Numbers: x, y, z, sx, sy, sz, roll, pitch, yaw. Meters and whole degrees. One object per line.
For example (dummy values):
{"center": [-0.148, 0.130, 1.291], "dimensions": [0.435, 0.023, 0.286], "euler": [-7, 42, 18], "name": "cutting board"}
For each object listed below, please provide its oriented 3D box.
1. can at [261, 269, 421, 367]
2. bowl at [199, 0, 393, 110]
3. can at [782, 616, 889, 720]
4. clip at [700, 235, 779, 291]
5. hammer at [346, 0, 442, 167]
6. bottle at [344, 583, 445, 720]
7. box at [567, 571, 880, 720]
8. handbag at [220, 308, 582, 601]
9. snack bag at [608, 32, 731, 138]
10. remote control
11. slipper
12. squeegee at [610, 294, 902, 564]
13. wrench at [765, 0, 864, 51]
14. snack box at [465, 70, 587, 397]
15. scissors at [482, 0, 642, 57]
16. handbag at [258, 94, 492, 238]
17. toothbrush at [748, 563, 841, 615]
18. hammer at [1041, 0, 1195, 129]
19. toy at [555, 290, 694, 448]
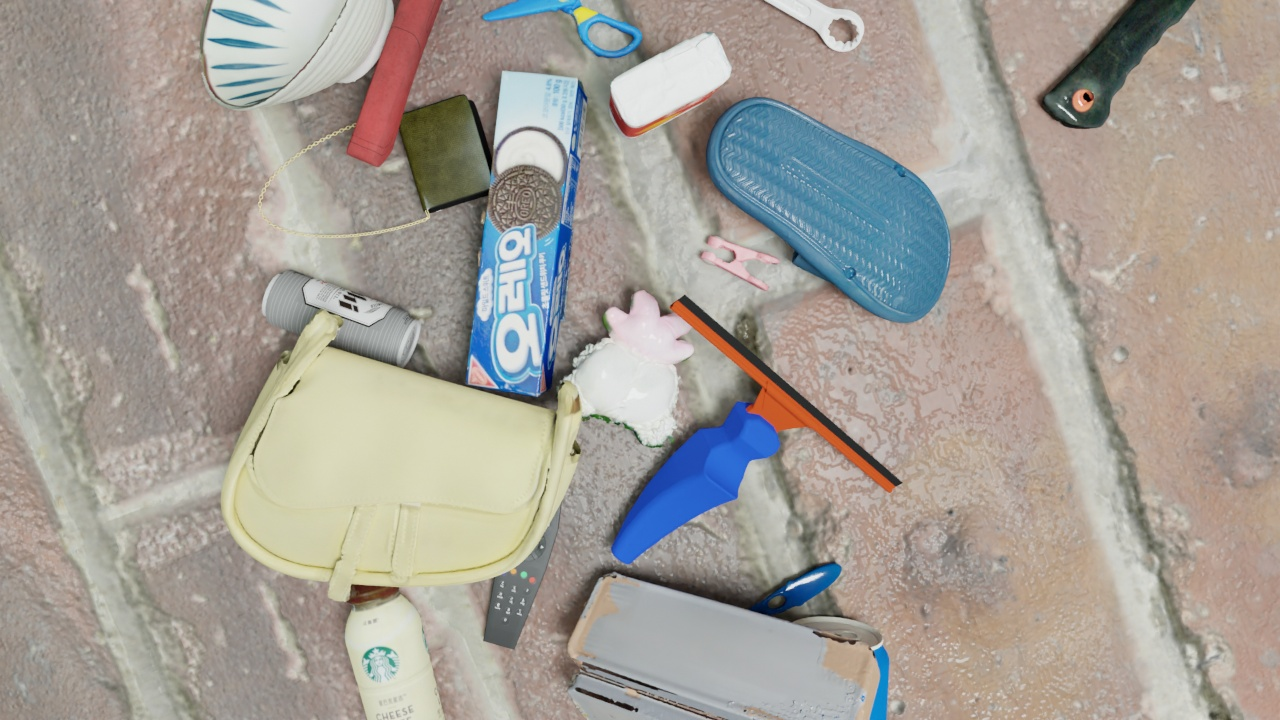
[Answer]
{"center": [-0.219, -0.030, 0.675], "dimensions": [0.106, 0.044, 0.044], "euler": [20, 94, -1], "name": "can"}
{"center": [-0.221, -0.241, 0.632], "dimensions": [0.178, 0.070, 0.177], "euler": [-11, 71, 33], "name": "bowl"}
{"center": [0.141, 0.272, 0.679], "dimensions": [0.079, 0.079, 0.146], "euler": [2, 94, 0], "name": "can"}
{"center": [0.072, -0.069, 0.685], "dimensions": [0.058, 0.022, 0.037], "euler": [25, 96, 4], "name": "clip"}
{"center": [-0.133, -0.283, 0.620], "dimensions": [0.036, 0.126, 0.316], "euler": [22, 96, -1], "name": "hammer"}
{"center": [-0.184, 0.234, 0.688], "dimensions": [0.056, 0.056, 0.162], "euler": [-13, 94, 1], "name": "bottle"}
{"center": [0.058, 0.234, 0.653], "dimensions": [0.217, 0.096, 0.104], "euler": [8, 60, 28], "name": "box"}
{"center": [-0.164, 0.075, 0.636], "dimensions": [0.233, 0.088, 0.191], "euler": [15, 114, -1], "name": "handbag"}
{"center": [0.017, -0.185, 0.629], "dimensions": [0.077, 0.116, 0.036], "euler": [-27, 100, 2], "name": "snack bag"}
{"center": [-0.092, 0.159, 0.706], "dimensions": [0.039, 0.010, 0.125], "euler": [16, 94, -1], "name": "remote control"}
{"center": [0.139, -0.111, 0.664], "dimensions": [0.213, 0.059, 0.103], "euler": [34, 84, -14], "name": "slipper"}
{"center": [0.047, 0.083, 0.673], "dimensions": [0.249, 0.055, 0.185], "euler": [38, 104, -29], "name": "squeegee"}
{"center": [0.040, -0.298, 0.660], "dimensions": [0.273, 0.047, 0.009], "euler": [29, 56, -4], "name": "wrench"}
{"center": [-0.081, -0.090, 0.664], "dimensions": [0.059, 0.059, 0.226], "euler": [8, 95, 3], "name": "snack box"}
{"center": [-0.054, -0.276, 0.672], "dimensions": [0.132, 0.019, 0.105], "euler": [21, 91, -3], "name": "scissors"}
{"center": [-0.199, -0.135, 0.682], "dimensions": [0.178, 0.027, 0.084], "euler": [-16, 92, 7], "name": "handbag"}
{"center": [0.096, 0.190, 0.705], "dimensions": [0.132, 0.016, 0.021], "euler": [-28, 95, 3], "name": "toothbrush"}
{"center": [0.416, -0.302, 0.663], "dimensions": [0.133, 0.033, 0.333], "euler": [39, 94, -4], "name": "hammer"}
{"center": [-0.004, 0.004, 0.677], "dimensions": [0.095, 0.041, 0.109], "euler": [22, 100, -15], "name": "toy"}
